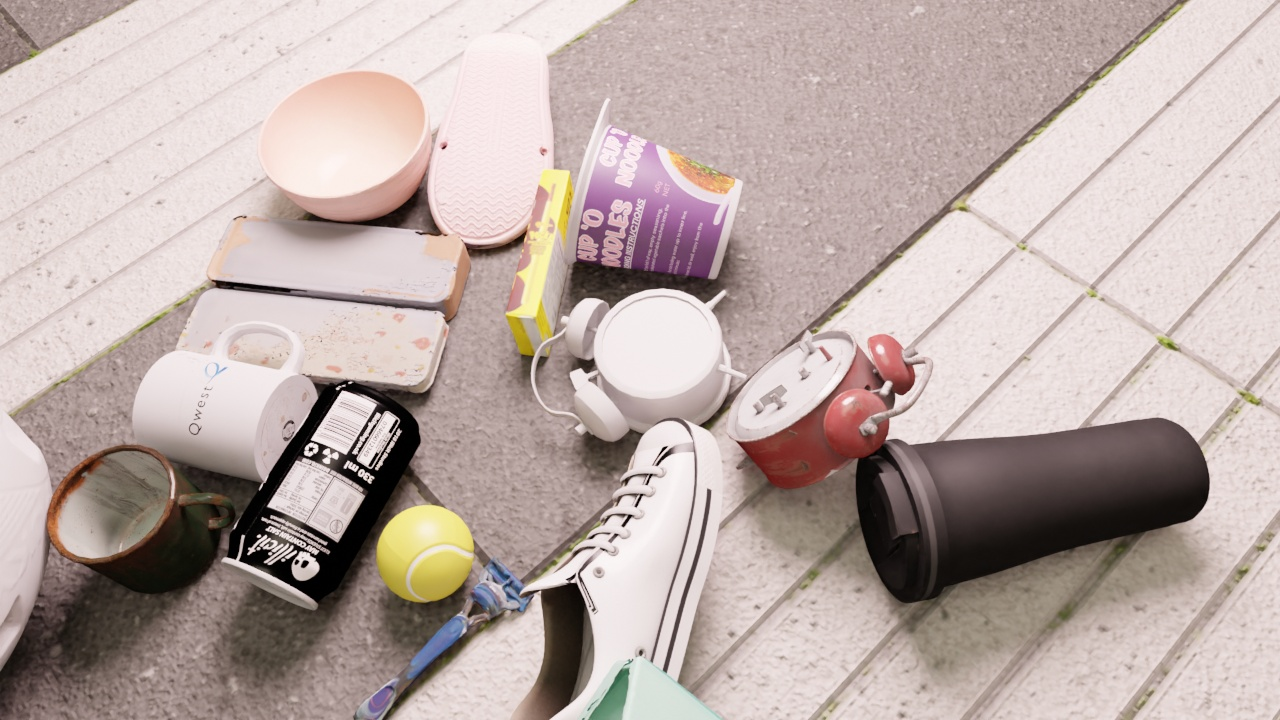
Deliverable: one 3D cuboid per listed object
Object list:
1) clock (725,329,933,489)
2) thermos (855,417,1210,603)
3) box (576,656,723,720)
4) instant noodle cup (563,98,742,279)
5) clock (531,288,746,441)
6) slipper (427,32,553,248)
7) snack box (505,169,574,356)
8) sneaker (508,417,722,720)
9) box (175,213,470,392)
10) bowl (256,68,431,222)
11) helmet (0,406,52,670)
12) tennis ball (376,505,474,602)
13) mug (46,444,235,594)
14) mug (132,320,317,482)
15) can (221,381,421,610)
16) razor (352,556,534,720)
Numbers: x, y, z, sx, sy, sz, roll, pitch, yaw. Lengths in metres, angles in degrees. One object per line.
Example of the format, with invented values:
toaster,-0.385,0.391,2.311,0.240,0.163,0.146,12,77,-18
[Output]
clock,0.125,0.024,0.623,0.062,0.157,0.109,49,56,-16
thermos,0.256,0.091,0.612,0.218,0.106,0.105,-9,59,-7
box,0.054,0.242,0.497,0.188,0.080,0.077,43,65,-10
instant noodle cup,0.015,-0.128,0.744,0.122,0.121,0.137,15,106,1
clock,-0.004,0.004,0.703,0.159,0.061,0.119,-11,60,2
slipper,-0.128,-0.201,0.827,0.107,0.056,0.221,4,70,-1
snack box,-0.078,-0.081,0.752,0.026,0.061,0.148,5,60,7
sneaker,-0.026,0.140,0.583,0.097,0.091,0.244,30,65,-22
box,-0.260,-0.047,0.760,0.216,0.043,0.150,7,65,7
bowl,-0.251,-0.178,0.811,0.153,0.076,0.152,-2,59,3
helmet,-0.491,0.138,0.574,0.224,0.184,0.281,-24,48,17
tennis ball,-0.147,0.132,0.629,0.065,0.065,0.065,-2,60,3
mug,-0.336,0.112,0.643,0.111,0.081,0.084,-7,60,0
mug,-0.301,0.026,0.688,0.096,0.083,0.119,11,68,10
can,-0.222,0.093,0.648,0.080,0.080,0.145,18,63,14
razor,-0.136,0.195,0.619,0.044,0.018,0.140,39,69,22
